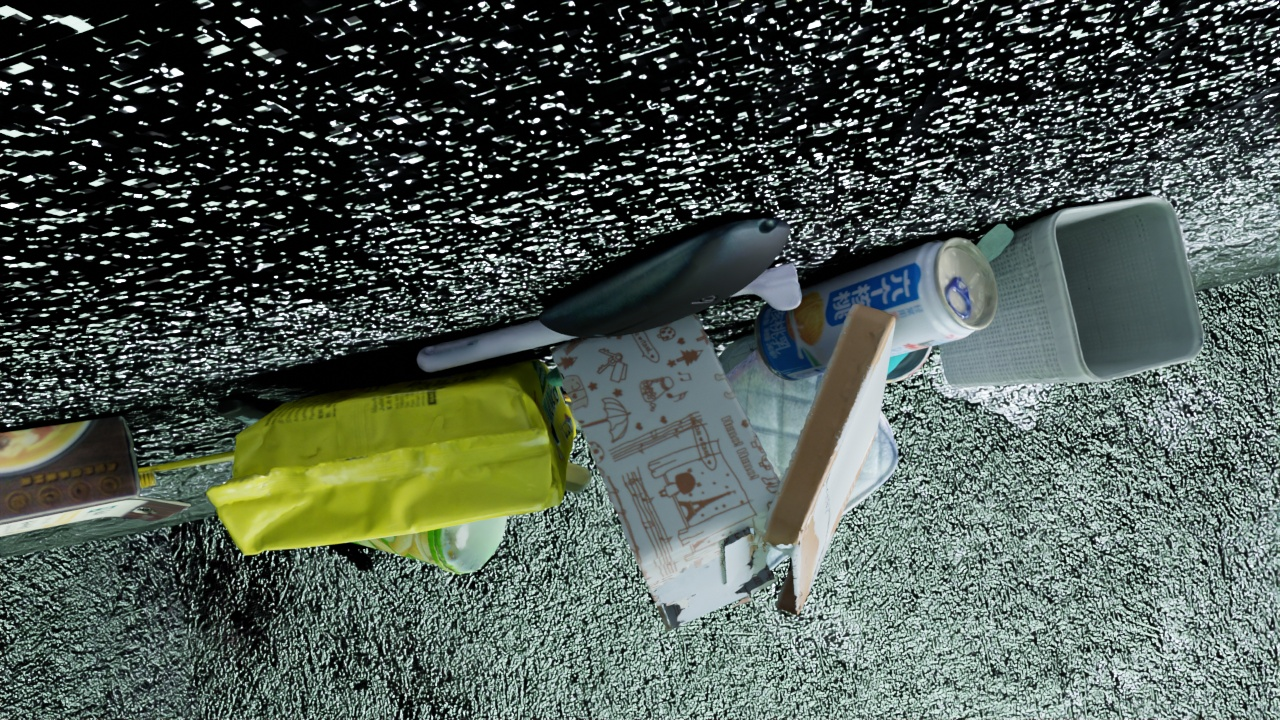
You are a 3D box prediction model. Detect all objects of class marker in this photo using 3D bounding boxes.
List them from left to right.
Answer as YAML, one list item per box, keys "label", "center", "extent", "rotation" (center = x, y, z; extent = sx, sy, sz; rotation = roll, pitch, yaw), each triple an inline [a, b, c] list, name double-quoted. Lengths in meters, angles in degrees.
- label: "marker"
  center: [-0.220, 0.033, 0.533]
  extent: [0.018, 0.015, 0.124]
  rotation: [-16, 174, -9]

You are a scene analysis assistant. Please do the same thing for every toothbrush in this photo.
- label: "toothbrush"
  center: [-0.335, 0.083, 0.781]
  extent: [0.189, 0.016, 0.016]
  rotation: [-10, 175, -26]
- label: "toothbrush"
  center: [-0.018, -0.019, 0.446]
  extent: [0.189, 0.029, 0.021]
  rotation: [-11, 135, 5]

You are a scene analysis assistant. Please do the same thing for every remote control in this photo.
- label: "remote control"
  center: [0.006, -0.027, 0.374]
  extent: [0.053, 0.024, 0.137]
  rotation: [-8, 173, -37]

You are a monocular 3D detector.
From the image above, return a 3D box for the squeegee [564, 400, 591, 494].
- label: "squeegee"
  center: [-0.061, 0.051, 0.748]
  extent: [0.247, 0.039, 0.246]
  rotation: [9, -175, 38]

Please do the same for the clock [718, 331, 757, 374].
- label: "clock"
  center: [0.122, 0.053, 0.765]
  extent: [0.117, 0.158, 0.059]
  rotation: [-19, 165, 29]

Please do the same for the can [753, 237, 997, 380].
- label: "can"
  center: [0.128, -0.026, 0.518]
  extent: [0.053, 0.053, 0.135]
  rotation: [-9, 174, -37]

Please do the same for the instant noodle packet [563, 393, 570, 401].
- label: "instant noodle packet"
  center: [-0.131, 0.067, 0.964]
  extent: [0.128, 0.044, 0.111]
  rotation: [-13, 170, -47]

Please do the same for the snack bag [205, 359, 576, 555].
- label: "snack bag"
  center: [-0.120, 0.043, 0.529]
  extent: [0.158, 0.068, 0.246]
  rotation: [-8, -177, -2]

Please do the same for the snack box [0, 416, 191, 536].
- label: "snack box"
  center: [-0.309, 0.067, 0.466]
  extent: [0.125, 0.053, 0.113]
  rotation: [-10, 174, -38]

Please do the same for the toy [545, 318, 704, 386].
- label: "toy"
  center: [-0.007, -0.006, 0.561]
  extent: [0.096, 0.030, 0.092]
  rotation: [-20, 179, 3]

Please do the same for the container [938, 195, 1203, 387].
- label: "container"
  center: [0.233, -0.032, 0.526]
  extent: [0.090, 0.090, 0.114]
  rotation: [-10, 177, -22]

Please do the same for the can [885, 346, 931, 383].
- label: "can"
  center: [0.176, -0.017, 0.662]
  extent: [0.067, 0.066, 0.093]
  rotation: [-14, 175, 16]

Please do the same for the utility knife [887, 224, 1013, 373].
- label: "utility knife"
  center: [0.160, -0.016, 0.556]
  extent: [0.029, 0.013, 0.208]
  rotation: [6, 147, -15]

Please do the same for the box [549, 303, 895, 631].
- label: "box"
  center: [0.068, 0.052, 0.504]
  extent: [0.178, 0.152, 0.182]
  rotation: [-24, 155, -5]

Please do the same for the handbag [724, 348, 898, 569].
- label: "handbag"
  center: [0.088, 0.077, 0.691]
  extent: [0.194, 0.134, 0.075]
  rotation: [-42, 177, 12]

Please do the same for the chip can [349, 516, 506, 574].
- label: "chip can"
  center: [-0.200, 0.103, 0.678]
  extent: [0.222, 0.072, 0.072]
  rotation: [5, -175, 32]
